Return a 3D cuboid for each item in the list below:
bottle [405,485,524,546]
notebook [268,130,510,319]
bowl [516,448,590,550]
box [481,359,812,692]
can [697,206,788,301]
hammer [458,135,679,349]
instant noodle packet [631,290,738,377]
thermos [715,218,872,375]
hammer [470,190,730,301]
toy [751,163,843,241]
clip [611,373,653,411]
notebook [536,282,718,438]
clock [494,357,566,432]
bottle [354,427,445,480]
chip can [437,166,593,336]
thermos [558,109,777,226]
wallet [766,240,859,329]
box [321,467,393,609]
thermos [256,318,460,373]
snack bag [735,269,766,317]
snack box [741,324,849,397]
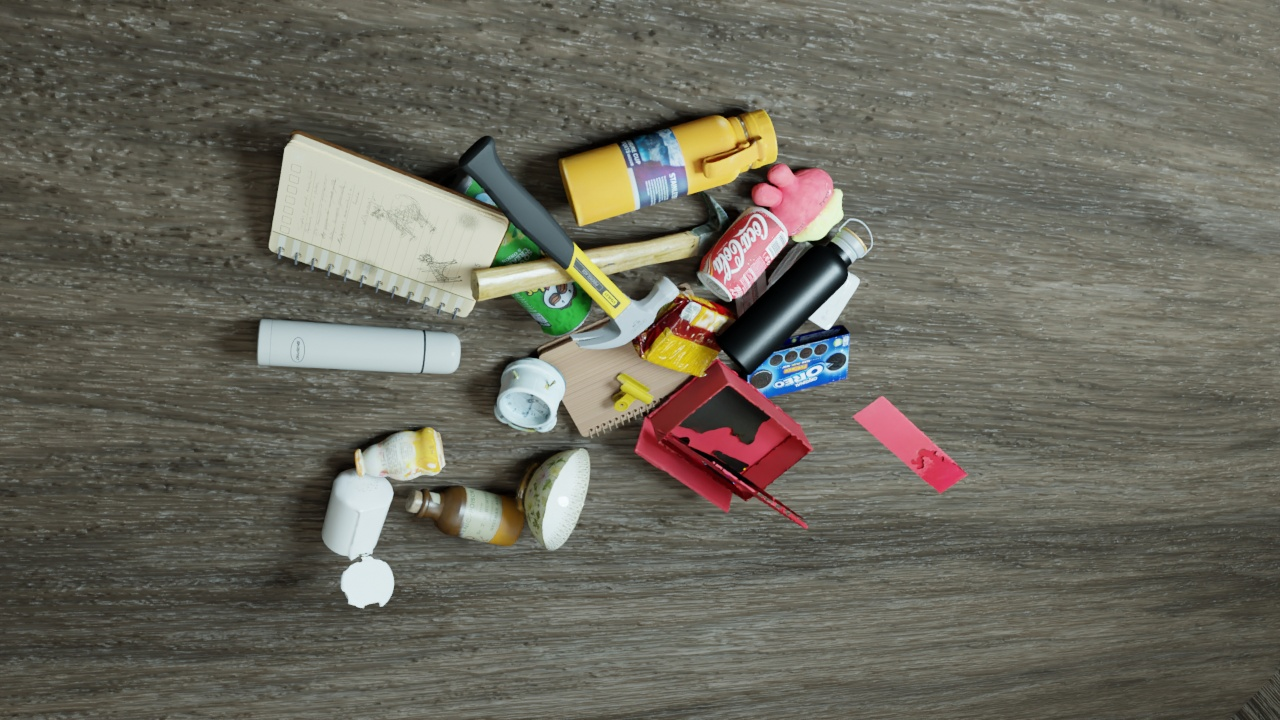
[{"bbox_3d":[-0.242,0.208,1.255,0.156,0.067,0.068,19,119,-29],"label":"bottle"},{"bbox_3d":[-0.265,-0.130,0.957,0.225,0.024,0.168,20,137,-15],"label":"notebook"},{"bbox_3d":[-0.126,0.182,1.254,0.063,0.144,0.145,14,130,18],"label":"bowl"},{"bbox_3d":[0.022,0.252,1.255,0.215,0.141,0.511,37,93,-36],"label":"box"},{"bbox_3d":[0.119,-0.125,1.078,0.104,0.064,0.064,-49,128,-6],"label":"can"},{"bbox_3d":[-0.079,-0.114,0.957,0.127,0.029,0.323,-45,138,1],"label":"hammer"},{"bbox_3d":[0.059,-0.033,1.137,0.135,0.039,0.099,17,114,-48],"label":"instant noodle packet"},{"bbox_3d":[0.196,-0.083,1.128,0.231,0.061,0.061,-44,128,1],"label":"thermos"},{"bbox_3d":[-0.034,-0.115,1.033,0.329,0.033,0.132,-15,132,-30],"label":"hammer"},{"bbox_3d":[0.189,-0.189,1.095,0.135,0.045,0.092,27,113,-39],"label":"toy"},{"bbox_3d":[-0.017,0.043,1.202,0.054,0.044,0.050,31,146,-33],"label":"clip"},{"bbox_3d":[-0.007,0.007,1.202,0.210,0.022,0.169,-24,129,2],"label":"notebook"},{"bbox_3d":[-0.141,0.051,1.163,0.083,0.056,0.118,14,136,-4],"label":"clock"},{"bbox_3d":[-0.307,0.123,1.171,0.109,0.063,0.063,-10,129,-13],"label":"bottle"},{"bbox_3d":[-0.144,-0.120,1.027,0.075,0.075,0.223,-34,129,10],"label":"chip can"},{"bbox_3d":[0.034,-0.209,1.002,0.232,0.091,0.076,-17,150,-5],"label":"thermos"},{"bbox_3d":[0.223,-0.099,1.190,0.116,0.032,0.086,32,102,-32],"label":"wallet"},{"bbox_3d":[-0.360,0.231,1.192,0.083,0.143,0.138,-12,138,-45],"label":"box"},{"bbox_3d":[-0.323,-0.015,1.066,0.224,0.052,0.052,4,125,-20],"label":"thermos"},{"bbox_3d":[0.139,-0.089,1.170,0.056,0.013,0.158,-36,135,-24],"label":"snack bag"},{"bbox_3d":[0.214,0.005,1.267,0.150,0.027,0.082,-14,129,-7],"label":"snack box"}]
